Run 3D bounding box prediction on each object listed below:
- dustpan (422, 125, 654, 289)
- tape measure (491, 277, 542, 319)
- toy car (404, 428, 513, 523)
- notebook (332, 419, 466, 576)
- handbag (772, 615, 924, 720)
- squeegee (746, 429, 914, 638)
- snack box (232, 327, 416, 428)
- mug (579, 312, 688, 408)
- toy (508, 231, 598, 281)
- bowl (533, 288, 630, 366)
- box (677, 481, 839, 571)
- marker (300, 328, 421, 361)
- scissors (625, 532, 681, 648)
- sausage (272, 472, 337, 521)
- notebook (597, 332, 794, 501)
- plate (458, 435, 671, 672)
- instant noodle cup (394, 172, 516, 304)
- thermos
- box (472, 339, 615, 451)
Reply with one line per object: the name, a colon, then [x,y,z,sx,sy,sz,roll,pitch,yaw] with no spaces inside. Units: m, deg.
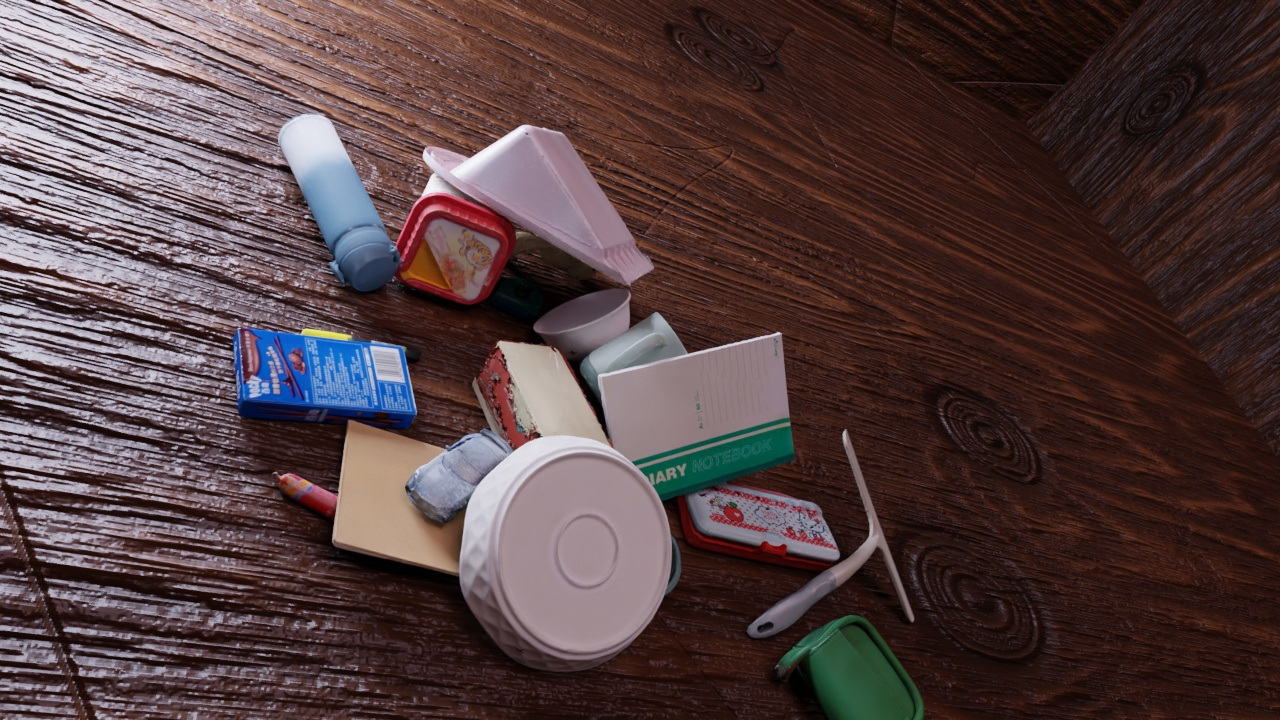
dustpan: [-0.120,-0.169,1.078,0.273,0.139,0.222,58,13,-1]
tape measure: [-0.143,-0.075,1.079,0.058,0.025,0.054,26,36,-12]
toy car: [-0.162,0.102,0.834,0.054,0.037,0.120,40,31,7]
notebook: [-0.169,0.134,0.825,0.207,0.008,0.147,22,32,-26]
handbag: [0.207,0.331,0.921,0.120,0.068,0.131,-14,62,-39]
squeegee: [0.206,0.233,0.997,0.245,0.039,0.246,-26,98,-37]
snack box: [-0.291,0.017,0.849,0.157,0.026,0.084,8,46,-36]
mug: [-0.006,0.006,0.989,0.082,0.106,0.112,57,-5,13]
toy: [-0.113,-0.137,1.153,0.157,0.066,0.105,3,6,-34]
bowl: [-0.057,-0.030,1.060,0.118,0.118,0.065,-52,126,-54]
box: [0.135,0.180,1.029,0.201,0.049,0.087,17,41,-27]
marker: [-0.275,-0.013,0.909,0.124,0.015,0.018,11,45,-38]
scissors: [-0.011,0.203,0.902,0.177,0.019,0.173,10,43,-35]
sausage: [-0.240,0.134,0.775,0.156,0.020,0.020,30,37,-12]
notebook: [0.065,0.064,0.972,0.208,0.150,0.012,-14,15,-19]
plate: [-0.055,0.166,0.803,0.204,0.046,0.204,8,74,-30]
instant noodle cup: [-0.211,-0.143,1.032,0.116,0.117,0.124,20,27,-24]
thermos: [-0.327,-0.171,0.991,0.070,0.070,0.220,-5,54,-44]
box: [-0.097,0.052,0.922,0.091,0.079,0.168,4,41,-39]
